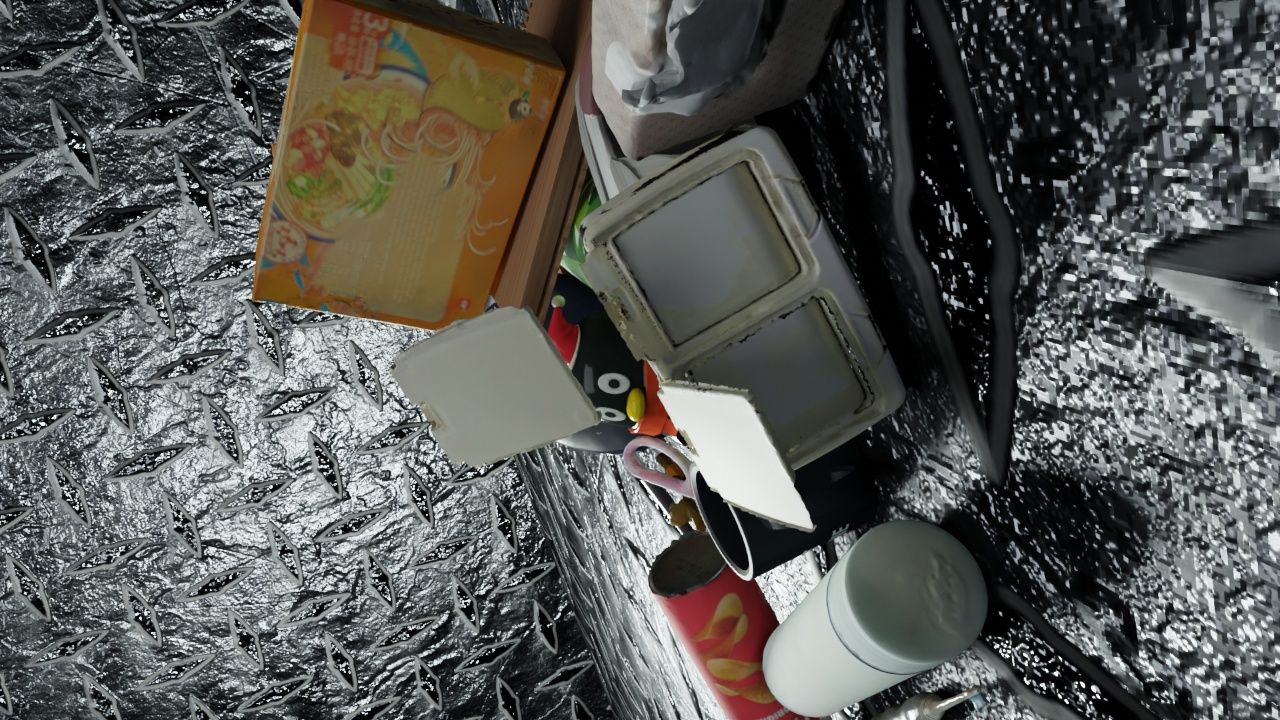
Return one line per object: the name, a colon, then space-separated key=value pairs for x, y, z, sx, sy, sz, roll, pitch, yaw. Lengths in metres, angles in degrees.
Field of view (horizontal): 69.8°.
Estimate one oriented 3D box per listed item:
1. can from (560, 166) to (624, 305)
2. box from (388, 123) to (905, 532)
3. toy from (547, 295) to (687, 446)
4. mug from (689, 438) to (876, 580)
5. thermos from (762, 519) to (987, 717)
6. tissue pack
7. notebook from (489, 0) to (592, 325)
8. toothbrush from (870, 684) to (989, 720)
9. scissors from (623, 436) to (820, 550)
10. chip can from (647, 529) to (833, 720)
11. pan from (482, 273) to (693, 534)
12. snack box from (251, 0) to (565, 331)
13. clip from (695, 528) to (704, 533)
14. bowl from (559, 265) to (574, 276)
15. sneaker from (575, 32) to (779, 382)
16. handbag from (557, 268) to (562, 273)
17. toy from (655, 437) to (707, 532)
can: x=-0.023 y=-0.093 z=0.617 sx=0.144 sy=0.083 sz=0.083 roll=41 pitch=151 yaw=61
box: x=0.008 y=0.013 z=0.369 sx=0.143 sy=0.194 sz=0.101 roll=58 pitch=-177 yaw=-15
toy: x=-0.004 y=0.004 z=0.624 sx=0.099 sy=0.119 sz=0.098 roll=-112 pitch=23 yaw=-50
mug: x=0.082 y=0.072 z=0.494 sx=0.071 sy=0.077 sz=0.105 roll=67 pitch=166 yaw=0
thermos: x=0.118 y=0.153 z=0.510 sx=0.068 sy=0.068 sz=0.230 roll=61 pitch=166 yaw=23
tissue pack: x=0.031 y=-0.137 z=0.304 sx=0.071 sy=0.103 sz=0.182 roll=61 pitch=164 yaw=16
notebook: x=-0.069 y=-0.146 z=0.605 sx=0.169 sy=0.022 sz=0.211 roll=48 pitch=124 yaw=59
toothbrush: x=0.161 y=0.204 z=0.529 sx=0.024 sy=0.022 sz=0.186 roll=58 pitch=162 yaw=24
scissors: x=0.047 y=0.099 z=0.659 sx=0.158 sy=0.014 sz=0.173 roll=52 pitch=141 yaw=9
chip can: x=0.086 y=0.231 z=0.660 sx=0.233 sy=0.073 sz=0.073 roll=61 pitch=169 yaw=-19
pan: x=-0.021 y=0.067 z=0.808 sx=0.199 sy=0.021 sz=0.356 roll=-11 pitch=127 yaw=34
snack box: x=-0.152 y=-0.124 z=0.574 sx=0.196 sy=0.145 sz=0.080 roll=-65 pitch=30 yaw=29
clip: x=0.057 y=0.132 z=0.792 sx=0.023 sy=0.047 sz=0.076 roll=142 pitch=109 yaw=-74
bowl: x=-0.087 y=-0.109 z=0.885 sx=0.118 sy=0.030 sz=0.117 roll=57 pitch=-159 yaw=-36
sneaker: x=0.027 y=-0.067 z=0.440 sx=0.089 sy=0.099 sz=0.236 roll=58 pitch=-171 yaw=-84
handbag: x=-0.074 y=-0.176 z=0.775 sx=0.199 sy=0.117 sz=0.186 roll=65 pitch=-156 yaw=-8
toy: x=0.040 y=0.100 z=0.725 sx=0.100 sy=0.062 sz=0.076 roll=46 pitch=175 yaw=36
